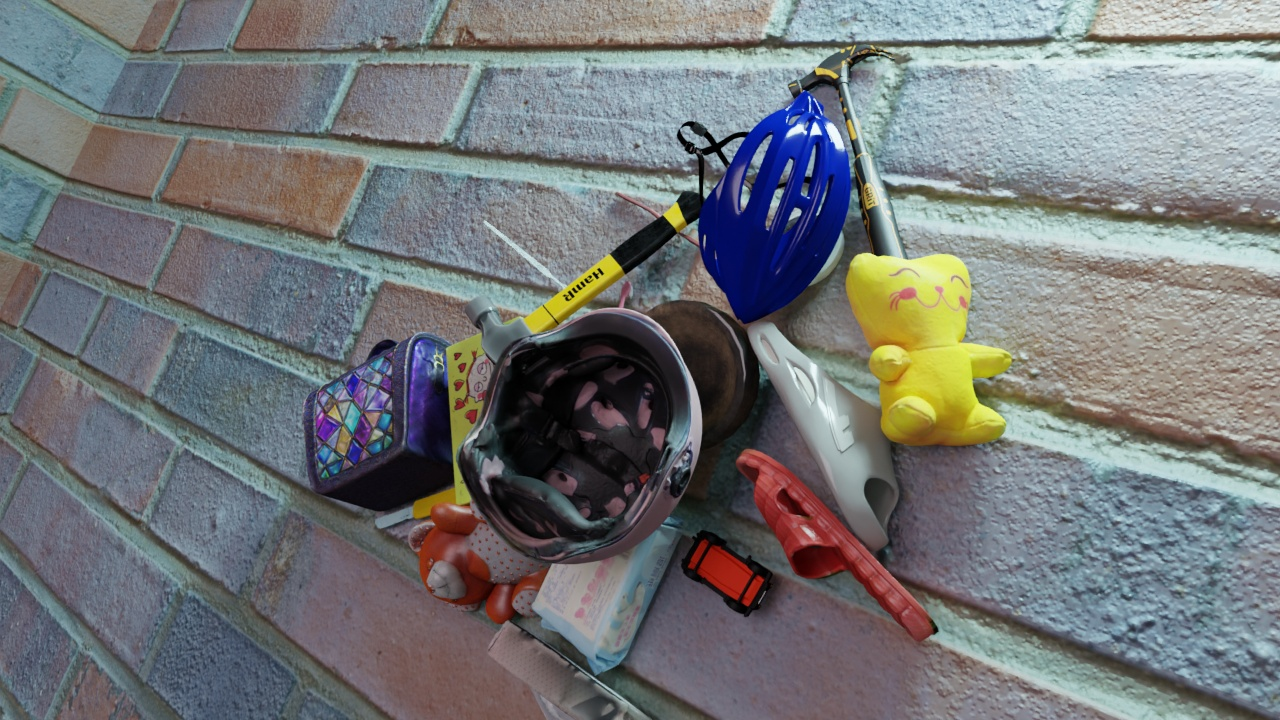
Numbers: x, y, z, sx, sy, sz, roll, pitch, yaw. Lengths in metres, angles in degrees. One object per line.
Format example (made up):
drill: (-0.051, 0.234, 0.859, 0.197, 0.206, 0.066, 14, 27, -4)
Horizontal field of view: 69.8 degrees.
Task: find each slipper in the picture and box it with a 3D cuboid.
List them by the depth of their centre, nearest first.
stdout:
slipper: (0.163, 0.174, 0.849, 0.059, 0.103, 0.249, -42, 53, -5)
slipper: (0.190, 0.052, 0.890, 0.081, 0.113, 0.265, -30, 50, 8)

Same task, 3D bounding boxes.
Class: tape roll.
tape roll: (0.181, -0.125, 1.022, 0.093, 0.013, 0.093, -15, 62, 30)

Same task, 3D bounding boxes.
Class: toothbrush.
toothbrush: (-0.031, -0.037, 1.119, 0.022, 0.016, 0.134, 2, 62, 31)
toothbrush: (-0.135, -0.120, 1.137, 0.010, 0.181, 0.010, -12, 55, 34)
toothbrush: (0.025, -0.182, 1.158, 0.184, 0.015, 0.015, 38, 91, 41)

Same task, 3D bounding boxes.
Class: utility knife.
utility knife: (-0.271, 0.187, 1.206, 0.219, 0.019, 0.030, -19, 55, 23)

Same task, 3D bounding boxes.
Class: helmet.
helmet: (-0.039, 0.081, 0.915, 0.230, 0.152, 0.255, 25, 86, 33)
helmet: (0.114, -0.173, 0.984, 0.228, 0.147, 0.241, 31, 98, 42)

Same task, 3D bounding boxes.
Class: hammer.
hammer: (0.247, -0.221, 1.005, 0.123, 0.036, 0.320, -22, 57, 25)
hammer: (-0.049, -0.094, 1.103, 0.324, 0.034, 0.170, -38, 62, -2)

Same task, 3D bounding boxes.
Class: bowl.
bowl: (0.057, 0.017, 0.991, 0.162, 0.070, 0.162, -2, 87, 32)

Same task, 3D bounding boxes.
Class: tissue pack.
tissue pack: (-0.073, 0.348, 0.948, 0.182, 0.104, 0.071, 18, 66, 37)
tissue pack: (-0.037, 0.231, 0.989, 0.112, 0.070, 0.182, 23, 87, 39)

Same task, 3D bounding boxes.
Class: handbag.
handbag: (-0.339, 0.071, 1.237, 0.205, 0.125, 0.221, -26, 56, 25)

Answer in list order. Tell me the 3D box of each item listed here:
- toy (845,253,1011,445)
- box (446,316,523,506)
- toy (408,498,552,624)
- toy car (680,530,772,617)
toy: (0.267, -0.009, 0.864, 0.088, 0.134, 0.193, 120, 146, -63)
box: (-0.167, 0.072, 1.135, 0.125, 0.082, 0.220, -19, 59, 21)
toy: (-0.191, 0.232, 1.070, 0.173, 0.092, 0.164, -23, 100, 26)
toy car: (0.088, 0.212, 0.919, 0.100, 0.048, 0.051, 29, 88, 40)
